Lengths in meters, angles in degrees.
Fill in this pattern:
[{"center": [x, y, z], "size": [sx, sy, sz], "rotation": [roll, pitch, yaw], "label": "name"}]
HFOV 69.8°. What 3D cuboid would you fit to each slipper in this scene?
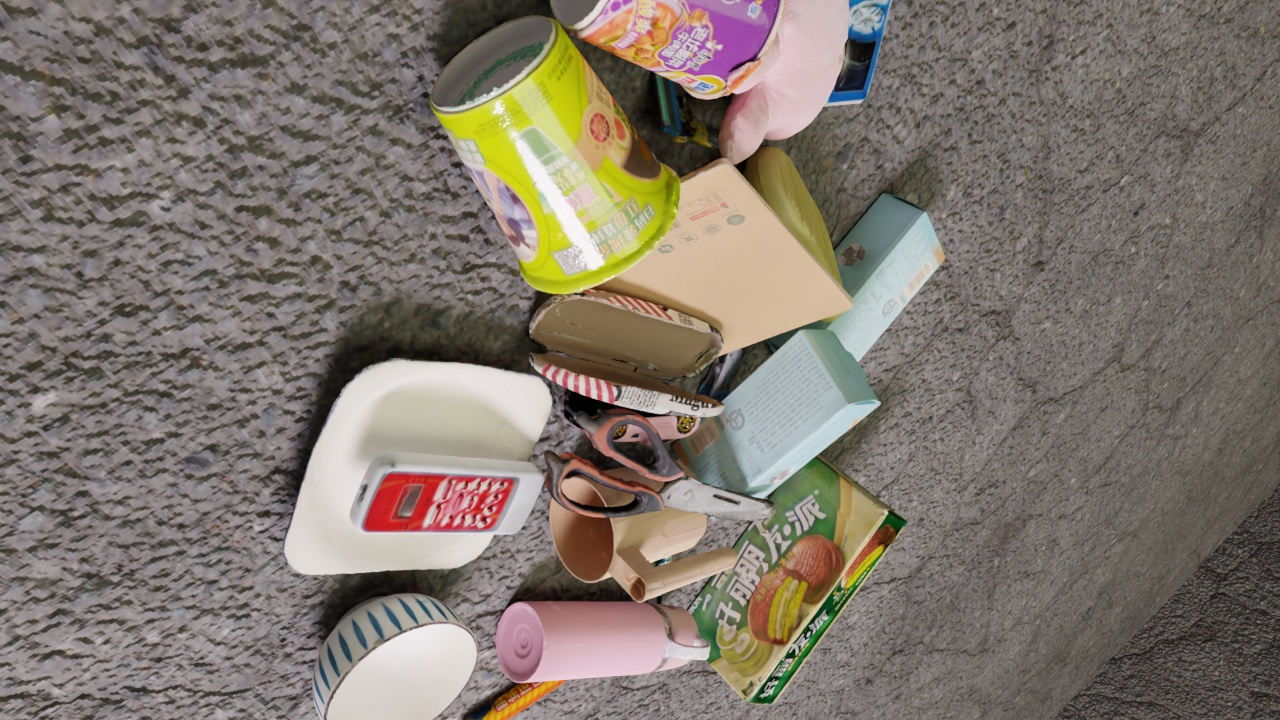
[{"center": [0.100, -0.089, 0.699], "size": [0.082, 0.091, 0.190], "rotation": [-14, 154, 18], "label": "slipper"}]

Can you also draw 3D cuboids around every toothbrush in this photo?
[{"center": [0.024, 0.197, 0.879], "size": [0.016, 0.018, 0.192], "rotation": [-11, 126, -35], "label": "toothbrush"}]

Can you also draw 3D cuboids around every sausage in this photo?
[{"center": [-0.095, 0.299, 0.843], "size": [0.164, 0.021, 0.021], "rotation": [-28, 134, -25], "label": "sausage"}]

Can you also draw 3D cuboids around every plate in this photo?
[{"center": [-0.150, 0.068, 0.611], "size": [0.164, 0.034, 0.164], "rotation": [10, 112, -46], "label": "plate"}]

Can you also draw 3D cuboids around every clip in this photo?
[{"center": [0.069, 0.010, 0.781], "size": [0.026, 0.038, 0.058], "rotation": [1, 120, -41], "label": "clip"}]

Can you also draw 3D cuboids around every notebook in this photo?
[{"center": [0.045, -0.057, 0.648], "size": [0.148, 0.008, 0.207], "rotation": [-20, 148, 27], "label": "notebook"}]

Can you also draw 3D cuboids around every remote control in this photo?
[{"center": [0.156, -0.246, 0.663], "size": [0.048, 0.024, 0.125], "rotation": [-14, 127, -35], "label": "remote control"}, {"center": [-0.124, 0.090, 0.609], "size": [0.135, 0.020, 0.056], "rotation": [12, 109, -46], "label": "remote control"}]

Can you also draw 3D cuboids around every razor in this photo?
[{"center": [0.053, -0.157, 0.640], "size": [0.142, 0.022, 0.042], "rotation": [8, 69, -49], "label": "razor"}]

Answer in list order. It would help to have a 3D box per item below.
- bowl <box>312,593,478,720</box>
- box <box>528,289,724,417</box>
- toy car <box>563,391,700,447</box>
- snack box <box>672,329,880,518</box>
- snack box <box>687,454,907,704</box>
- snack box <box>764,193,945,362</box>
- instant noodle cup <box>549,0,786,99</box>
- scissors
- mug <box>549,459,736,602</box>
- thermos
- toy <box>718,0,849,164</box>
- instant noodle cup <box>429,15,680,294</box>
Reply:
[{"center": [-0.184, 0.214, 0.665], "size": [0.116, 0.066, 0.117], "rotation": [-24, 134, -28], "label": "bowl"}, {"center": [-0.005, 0.009, 0.655], "size": [0.162, 0.087, 0.076], "rotation": [14, 140, -41], "label": "box"}, {"center": [-0.006, 0.045, 0.709], "size": [0.122, 0.056, 0.037], "rotation": [0, 112, -42], "label": "toy car"}, {"center": [0.108, 0.055, 0.758], "size": [0.051, 0.074, 0.175], "rotation": [0, 143, -46], "label": "snack box"}, {"center": [0.152, 0.221, 0.938], "size": [0.063, 0.114, 0.240], "rotation": [30, 98, -48], "label": "snack box"}, {"center": [0.191, -0.057, 0.814], "size": [0.175, 0.051, 0.074], "rotation": [-50, 138, -2], "label": "snack box"}, {"center": [0.011, -0.210, 0.502], "size": [0.099, 0.111, 0.112], "rotation": [5, 116, -35], "label": "instant noodle cup"}, {"center": [0.029, 0.084, 0.694], "size": [0.208, 0.015, 0.185], "rotation": [-20, 119, -23], "label": "scissors"}, {"center": [0.004, 0.136, 0.734], "size": [0.103, 0.125, 0.084], "rotation": [-8, 123, -41], "label": "mug"}, {"center": [-0.024, 0.250, 0.814], "size": [0.198, 0.087, 0.067], "rotation": [16, 84, -42], "label": "thermos"}, {"center": [0.091, -0.195, 0.597], "size": [0.159, 0.054, 0.121], "rotation": [-45, 146, -42], "label": "toy"}, {"center": [-0.051, -0.119, 0.514], "size": [0.111, 0.112, 0.123], "rotation": [-43, 132, -9], "label": "instant noodle cup"}]
